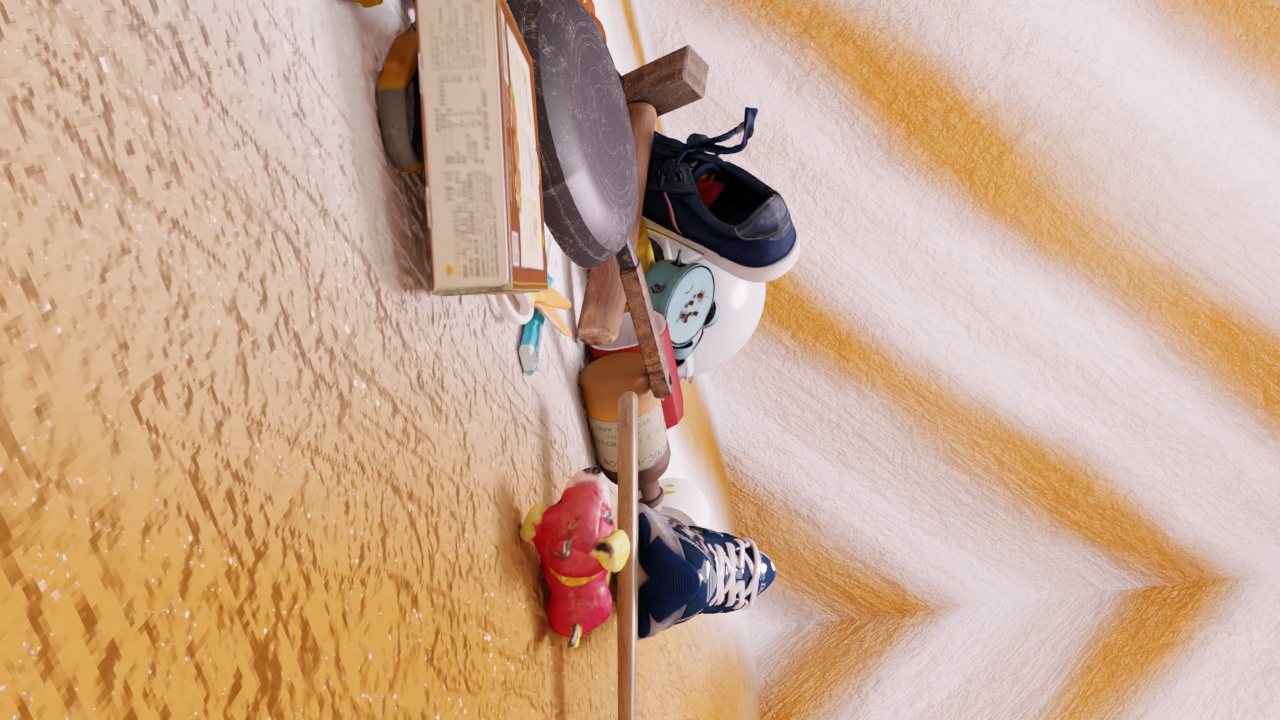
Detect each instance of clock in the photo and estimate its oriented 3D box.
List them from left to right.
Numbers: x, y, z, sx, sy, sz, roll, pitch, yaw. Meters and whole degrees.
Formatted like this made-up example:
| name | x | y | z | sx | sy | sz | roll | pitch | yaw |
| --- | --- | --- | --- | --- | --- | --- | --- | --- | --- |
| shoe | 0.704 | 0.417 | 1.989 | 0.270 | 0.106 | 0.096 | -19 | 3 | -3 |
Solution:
| name | x | y | z | sx | sy | sz | roll | pitch | yaw |
| --- | --- | --- | --- | --- | --- | --- | --- | --- | --- |
| clock | 0.041 | -0.053 | 0.960 | 0.089 | 0.053 | 0.124 | -49 | 145 | -24 |

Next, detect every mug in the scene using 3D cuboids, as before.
| name | x | y | z | sx | sy | sz | roll | pitch | yaw |
| --- | --- | --- | --- | --- | --- | --- | --- | --- | --- |
| mug | -0.005 | 0.005 | 0.914 | 0.116 | 0.080 | 0.097 | -100 | 177 | -63 |
| mug | 0.030 | 0.177 | 0.972 | 0.106 | 0.082 | 0.082 | -51 | 132 | -79 |

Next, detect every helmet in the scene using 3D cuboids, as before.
| name | x | y | z | sx | sy | sz | roll | pitch | yaw |
| --- | --- | --- | --- | --- | --- | --- | --- | --- | --- |
| helmet | 0.071 | -0.101 | 1.132 | 0.264 | 0.163 | 0.237 | -122 | -162 | -65 |

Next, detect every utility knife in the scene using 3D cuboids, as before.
| name | x | y | z | sx | sy | sz | roll | pitch | yaw |
| --- | --- | --- | --- | --- | --- | --- | --- | --- | --- |
| utility knife | -0.073 | -0.047 | 0.684 | 0.158 | 0.015 | 0.022 | -87 | 166 | -51 |

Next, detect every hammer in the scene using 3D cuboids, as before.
| name | x | y | z | sx | sy | sz | roll | pitch | yaw |
| --- | --- | --- | --- | --- | --- | --- | --- | --- | --- |
| hammer | -0.023 | -0.151 | 0.884 | 0.037 | 0.158 | 0.300 | 32 | 58 | -42 |
| hammer | -0.006 | 0.180 | 0.629 | 0.120 | 0.030 | 0.330 | 113 | -19 | -66 |

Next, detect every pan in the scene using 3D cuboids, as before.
| name | x | y | z | sx | sy | sz | roll | pitch | yaw |
| --- | --- | --- | --- | --- | --- | --- | --- | --- | --- |
| pan | -0.019 | -0.108 | 0.699 | 0.207 | 0.040 | 0.357 | -78 | 153 | -51 |

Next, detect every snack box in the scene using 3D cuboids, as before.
| name | x | y | z | sx | sy | sz | roll | pitch | yaw |
| --- | --- | --- | --- | --- | --- | --- | --- | --- | --- |
| snack box | -0.081 | -0.107 | 0.491 | 0.147 | 0.041 | 0.143 | -87 | 174 | -86 |

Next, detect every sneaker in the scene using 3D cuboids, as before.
| name | x | y | z | sx | sy | sz | roll | pitch | yaw |
| --- | --- | --- | --- | --- | --- | --- | --- | --- | --- |
| sneaker | 0.039 | -0.199 | 0.931 | 0.294 | 0.120 | 0.127 | 38 | -16 | 34 |
| sneaker | 0.051 | 0.173 | 0.762 | 0.270 | 0.132 | 0.103 | 106 | -14 | -79 |

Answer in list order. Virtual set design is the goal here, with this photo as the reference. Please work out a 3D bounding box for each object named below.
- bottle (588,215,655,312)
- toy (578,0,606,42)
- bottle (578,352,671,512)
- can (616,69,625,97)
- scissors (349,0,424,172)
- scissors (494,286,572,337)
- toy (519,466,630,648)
| name | x | y | z | sx | sy | sz | roll | pitch | yaw |
| --- | --- | --- | --- | --- | --- | --- | --- | --- | --- |
| bottle | -0.014 | -0.077 | 0.982 | 0.164 | 0.071 | 0.071 | 74 | 11 | -47 |
| toy | -0.072 | -0.341 | 0.921 | 0.095 | 0.065 | 0.127 | 85 | -7 | -54 |
| bottle | -0.008 | 0.075 | 0.844 | 0.067 | 0.068 | 0.157 | -84 | 163 | -63 |
| can | -0.048 | -0.221 | 0.865 | 0.072 | 0.072 | 0.128 | 70 | 13 | -56 |
| scissors | -0.118 | -0.181 | 0.491 | 0.224 | 0.016 | 0.166 | -80 | 161 | -69 |
| scissors | -0.071 | -0.038 | 0.627 | 0.133 | 0.012 | 0.083 | 53 | 29 | -53 |
| toy | -0.041 | 0.132 | 0.591 | 0.137 | 0.067 | 0.105 | 93 | -4 | -60 |
